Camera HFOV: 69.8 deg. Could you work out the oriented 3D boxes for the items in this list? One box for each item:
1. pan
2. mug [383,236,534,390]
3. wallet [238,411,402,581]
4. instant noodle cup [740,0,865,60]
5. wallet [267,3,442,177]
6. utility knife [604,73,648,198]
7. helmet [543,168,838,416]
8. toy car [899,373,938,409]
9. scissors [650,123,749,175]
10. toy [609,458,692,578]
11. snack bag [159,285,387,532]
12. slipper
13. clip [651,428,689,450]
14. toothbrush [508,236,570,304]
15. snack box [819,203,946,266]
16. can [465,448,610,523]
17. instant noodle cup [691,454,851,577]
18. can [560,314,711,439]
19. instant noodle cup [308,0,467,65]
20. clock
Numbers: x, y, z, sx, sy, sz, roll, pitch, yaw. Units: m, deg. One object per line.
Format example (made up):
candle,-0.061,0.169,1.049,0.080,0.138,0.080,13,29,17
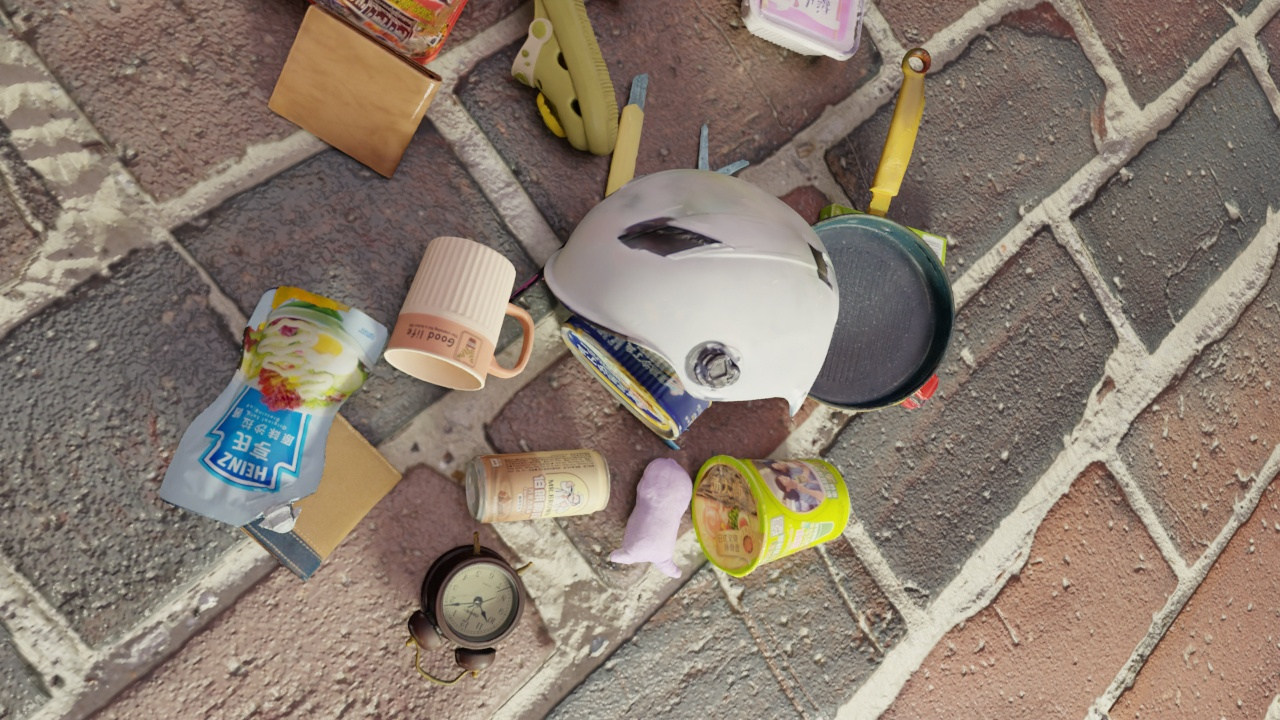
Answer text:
pan,0.232,-0.126,0.912,0.197,0.078,0.357,12,88,-4
mug,-0.143,-0.033,0.774,0.114,0.082,0.105,23,69,-22
wallet,-0.263,0.106,0.740,0.090,0.033,0.115,47,68,-15
instant noodle cup,0.168,-0.404,0.966,0.138,0.060,0.173,14,81,-22
wallet,-0.236,-0.221,0.757,0.115,0.101,0.020,30,29,-16
utility knife,-0.013,-0.193,0.885,0.031,0.020,0.188,18,83,-40
helmet,0.063,-0.080,0.779,0.258,0.229,0.146,20,114,-26
toy car,0.268,0.001,0.978,0.120,0.045,0.052,40,69,-13
scissors,0.063,-0.171,0.921,0.133,0.017,0.131,-27,94,-27
toy,0.019,0.144,0.856,0.083,0.039,0.107,27,69,-34
snack bag,-0.283,0.038,0.716,0.110,0.039,0.190,22,69,-6
slipper,-0.077,-0.276,0.842,0.082,0.091,0.190,-15,102,14
clip,0.017,0.060,0.873,0.058,0.027,0.045,33,80,-14
toothbrush,-0.105,-0.063,0.837,0.188,0.014,0.018,-45,123,-19
snack box,0.261,-0.108,0.995,0.156,0.026,0.085,11,80,-23
can,-0.090,0.108,0.800,0.116,0.059,0.058,-2,85,-24
instant noodle cup,0.130,0.140,0.874,0.123,0.112,0.111,-3,86,-32
can,-0.005,0.005,0.831,0.148,0.075,0.049,44,71,5
instant noodle cup,-0.217,-0.356,0.780,0.164,0.079,0.188,30,75,-19
clock,-0.145,0.210,0.768,0.082,0.055,0.121,33,74,-18
